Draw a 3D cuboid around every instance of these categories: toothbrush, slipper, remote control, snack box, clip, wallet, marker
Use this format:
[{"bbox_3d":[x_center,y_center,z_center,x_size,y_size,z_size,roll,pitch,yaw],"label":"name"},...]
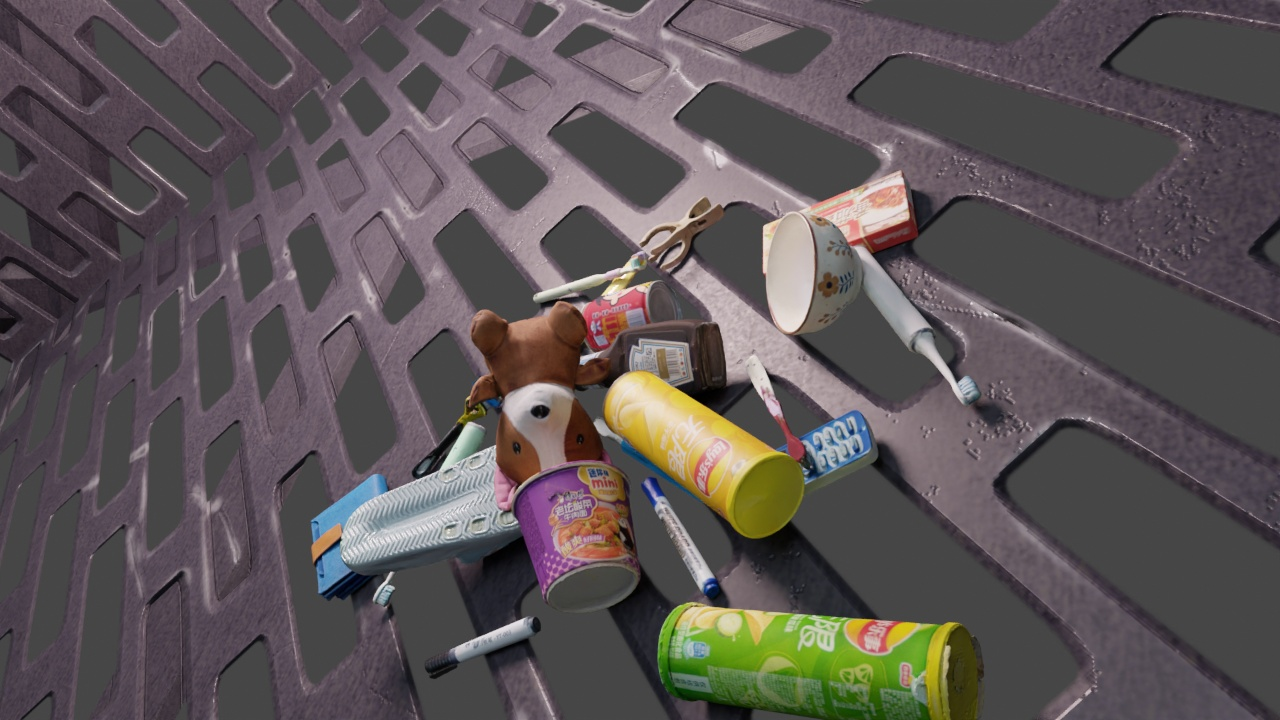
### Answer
[{"bbox_3d":[0.230,-0.033,0.791,0.026,0.026,0.220,-42,36,17],"label":"toothbrush"},{"bbox_3d":[-0.065,-0.096,1.106,0.190,0.020,0.029,-14,45,42],"label":"toothbrush"},{"bbox_3d":[-0.184,0.162,0.934,0.245,0.074,0.104,-19,49,3],"label":"slipper"},{"bbox_3d":[0.119,0.041,0.806,0.016,0.017,0.187,-40,24,12],"label":"toothbrush"},{"bbox_3d":[0.137,0.088,0.761,0.125,0.024,0.049,-30,39,23],"label":"remote control"},{"bbox_3d":[0.195,-0.129,0.913,0.153,0.025,0.075,-19,43,28],"label":"snack box"},{"bbox_3d":[0.041,-0.153,1.068,0.081,0.034,0.104,20,65,49],"label":"clip"},{"bbox_3d":[-0.331,0.202,1.062,0.106,0.040,0.133,-37,37,1],"label":"wallet"},{"bbox_3d":[-0.234,0.167,1.016,0.027,0.026,0.224,16,64,24],"label":"toothbrush"},{"bbox_3d":[-0.147,0.267,0.852,0.131,0.018,0.022,-26,61,21],"label":"marker"},{"bbox_3d":[0.033,0.152,0.800,0.017,0.017,0.145,-40,38,4],"label":"marker"}]

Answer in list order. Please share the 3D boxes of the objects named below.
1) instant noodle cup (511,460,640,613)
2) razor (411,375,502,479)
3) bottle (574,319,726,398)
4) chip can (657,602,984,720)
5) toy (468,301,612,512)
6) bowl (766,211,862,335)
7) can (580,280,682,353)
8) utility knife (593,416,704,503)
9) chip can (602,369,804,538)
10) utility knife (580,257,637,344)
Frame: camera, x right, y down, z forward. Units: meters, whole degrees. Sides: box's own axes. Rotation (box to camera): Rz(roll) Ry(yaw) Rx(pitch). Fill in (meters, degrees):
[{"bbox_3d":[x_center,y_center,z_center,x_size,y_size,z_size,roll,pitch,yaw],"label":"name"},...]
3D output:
[{"bbox_3d":[-0.050,0.158,0.802,0.112,0.111,0.099,-32,48,14],"label":"instant noodle cup"},{"bbox_3d":[-0.219,0.085,1.086,0.042,0.022,0.142,40,87,8],"label":"razor"},{"bbox_3d":[-0.006,0.005,0.930,0.195,0.044,0.080,-8,91,38],"label":"bottle"},{"bbox_3d":[0.113,0.209,0.630,0.222,0.072,0.072,-7,50,37],"label":"chip can"},{"bbox_3d":[-0.093,0.043,0.882,0.140,0.130,0.199,-8,73,-2],"label":"toy"},{"bbox_3d":[0.165,-0.079,0.849,0.062,0.114,0.113,1,38,-15],"label":"bowl"},{"bbox_3d":[-0.011,-0.044,0.983,0.094,0.066,0.066,-13,47,33],"label":"can"},{"bbox_3d":[0.011,0.088,0.879,0.034,0.018,0.207,-42,35,-18],"label":"utility knife"},{"bbox_3d":[0.047,0.074,0.789,0.072,0.072,0.213,-49,35,-7],"label":"chip can"},{"bbox_3d":[-0.056,-0.052,1.069,0.194,0.020,0.031,-49,32,-18],"label":"utility knife"}]
